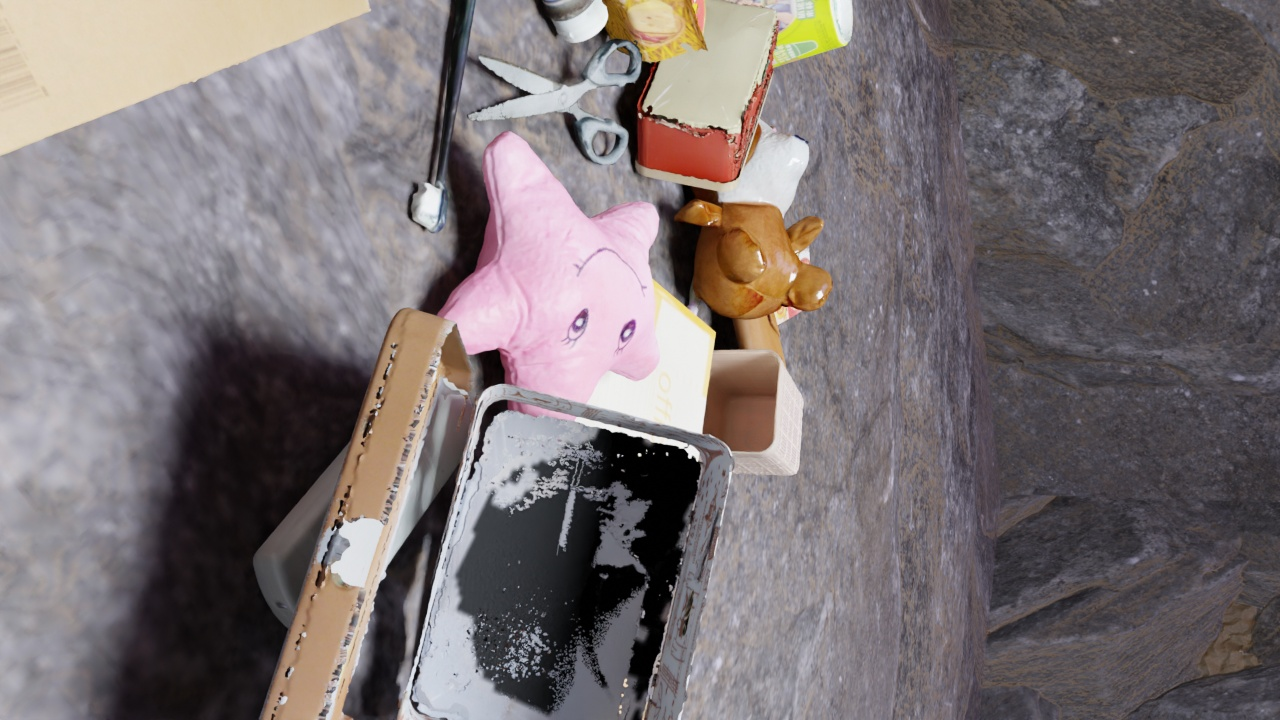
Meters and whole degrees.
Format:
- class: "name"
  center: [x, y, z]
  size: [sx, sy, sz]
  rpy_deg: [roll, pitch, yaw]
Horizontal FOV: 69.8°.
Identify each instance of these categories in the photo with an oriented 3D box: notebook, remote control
- class: "notebook"
  center: [-0.004, 0.004, 0.678]
  size: [0.206, 0.010, 0.145]
  rpy_deg: [36, 57, -49]
- class: "notebook"
  center: [-0.192, -0.182, 0.342]
  size: [0.210, 0.012, 0.149]
  rpy_deg: [-55, 137, -50]
- class: "remote control"
  center: [-0.126, 0.061, 0.441]
  size: [0.149, 0.021, 0.058]
  rpy_deg: [-60, 146, -46]

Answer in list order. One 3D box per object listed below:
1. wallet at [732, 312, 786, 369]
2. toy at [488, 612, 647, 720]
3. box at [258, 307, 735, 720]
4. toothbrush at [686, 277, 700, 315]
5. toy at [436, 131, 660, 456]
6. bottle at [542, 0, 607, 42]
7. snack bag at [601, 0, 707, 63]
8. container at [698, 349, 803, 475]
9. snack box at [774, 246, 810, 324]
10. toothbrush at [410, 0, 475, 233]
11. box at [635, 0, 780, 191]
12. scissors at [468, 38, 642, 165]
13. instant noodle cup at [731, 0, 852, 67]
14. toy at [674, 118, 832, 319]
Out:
- class: "wallet"
  center: [0.108, -0.044, 0.872]
  size: [0.107, 0.031, 0.131]
  rpy_deg: [33, 44, -63]
- class: "toy"
  center: [-0.047, 0.203, 0.537]
  size: [0.143, 0.083, 0.226]
  rpy_deg: [-55, 133, -57]
- class: "box"
  center: [-0.040, 0.098, 0.404]
  size: [0.205, 0.158, 0.180]
  rpy_deg: [110, -5, -78]
- class: "toothbrush"
  center: [0.055, -0.076, 0.815]
  size: [0.029, 0.020, 0.189]
  rpy_deg: [23, 58, -13]
- class: "toy"
  center: [-0.042, -0.026, 0.553]
  size: [0.194, 0.075, 0.178]
  rpy_deg: [19, 82, -53]
- class: "bottle"
  center: [-0.074, -0.278, 0.547]
  size: [0.195, 0.044, 0.079]
  rpy_deg: [54, 40, -49]
- class: "snack bag"
  center: [-0.017, -0.294, 0.592]
  size: [0.073, 0.128, 0.208]
  rpy_deg: [-42, 147, -5]
- class: "container"
  center: [0.091, 0.051, 0.805]
  size: [0.111, 0.090, 0.089]
  rpy_deg: [40, 53, -60]
- class: "snack box"
  center: [0.156, -0.085, 1.009]
  size: [0.152, 0.025, 0.075]
  rpy_deg: [-25, 110, -61]
- class: "toothbrush"
  center: [-0.105, -0.157, 0.508]
  size: [0.018, 0.016, 0.181]
  rpy_deg: [24, 67, -51]
- class: "box"
  center: [0.058, -0.222, 0.730]
  size: [0.077, 0.091, 0.167]
  rpy_deg: [91, 15, -53]
- class: "scissors"
  center: [-0.048, -0.170, 0.604]
  size: [0.163, 0.014, 0.166]
  rpy_deg: [-57, 152, -24]
- class: "instant noodle cup"
  center: [0.133, -0.328, 0.871]
  size: [0.111, 0.124, 0.111]
  rpy_deg: [8, 82, -63]
- class: "toy"
  center: [0.093, -0.138, 0.783]
  size: [0.140, 0.131, 0.199]
  rpy_deg: [21, 50, -39]
